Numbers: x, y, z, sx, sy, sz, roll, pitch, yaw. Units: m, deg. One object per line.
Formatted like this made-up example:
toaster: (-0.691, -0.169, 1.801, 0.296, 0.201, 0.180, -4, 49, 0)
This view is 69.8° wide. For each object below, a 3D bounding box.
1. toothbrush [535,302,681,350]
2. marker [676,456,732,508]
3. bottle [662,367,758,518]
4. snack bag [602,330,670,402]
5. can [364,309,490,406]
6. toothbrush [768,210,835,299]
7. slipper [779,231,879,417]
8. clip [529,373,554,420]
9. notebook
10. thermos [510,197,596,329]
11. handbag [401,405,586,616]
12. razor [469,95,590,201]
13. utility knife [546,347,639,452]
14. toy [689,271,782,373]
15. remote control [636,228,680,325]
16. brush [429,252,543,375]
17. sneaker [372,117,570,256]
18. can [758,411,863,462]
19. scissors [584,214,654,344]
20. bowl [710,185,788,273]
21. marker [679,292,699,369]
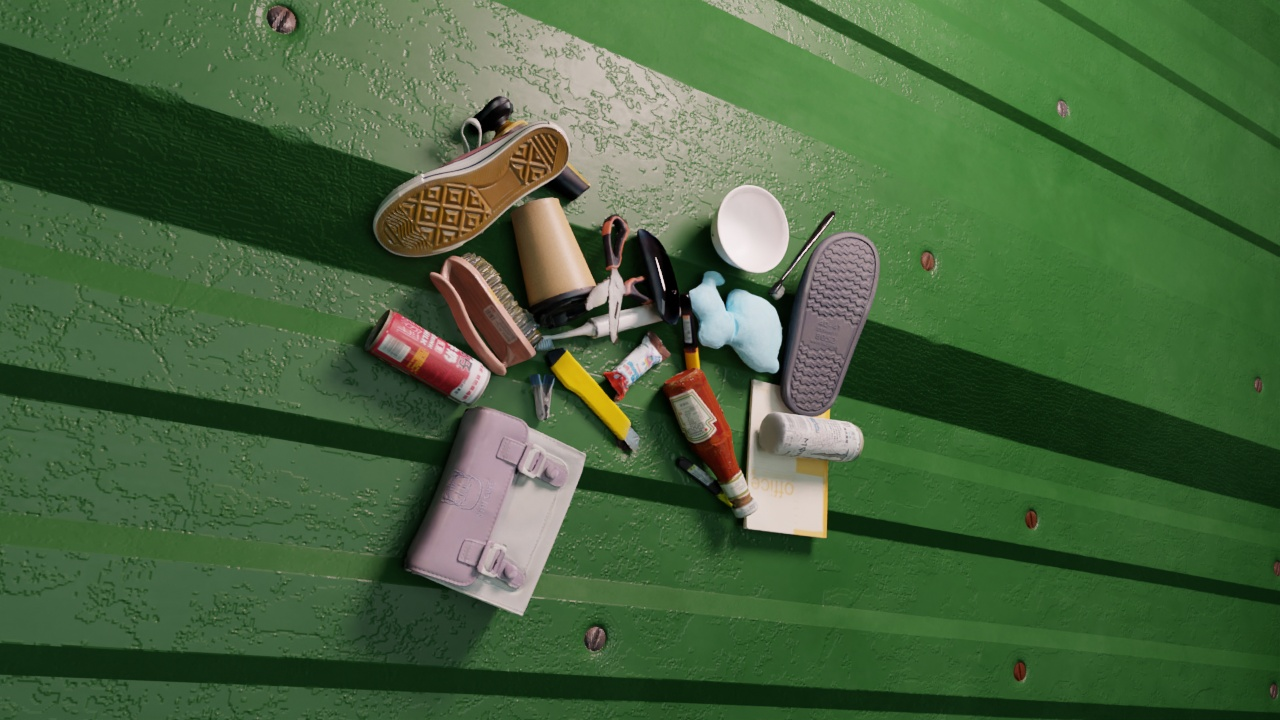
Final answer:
toothbrush: (-0.037, -0.047, 1.160, 0.220, 0.027, 0.026, -16, 80, -30)
marker: (0.095, 0.166, 1.226, 0.124, 0.015, 0.018, 39, 67, -21)
bottle: (0.097, 0.110, 1.201, 0.059, 0.060, 0.206, -31, 99, -28)
snack bag: (-0.007, 0.007, 1.174, 0.105, 0.026, 0.045, -43, 104, -28)
can: (-0.236, -0.001, 1.025, 0.132, 0.053, 0.053, 33, 71, -24)
toothbrush: (0.239, -0.156, 1.336, 0.018, 0.016, 0.180, 48, 66, -25)
slipper: (0.252, -0.054, 1.304, 0.110, 0.083, 0.268, 16, 90, -17)
clip: (-0.117, 0.044, 1.108, 0.044, 0.027, 0.058, 2, 85, -38)
notebook: (0.208, 0.139, 1.287, 0.145, 0.010, 0.206, 13, 74, -29)
thermos: (-0.106, -0.116, 1.096, 0.092, 0.093, 0.143, -16, 85, -30)
handbag: (-0.164, 0.168, 1.034, 0.145, 0.099, 0.196, 27, 73, -20)
razor: (-0.128, -0.254, 1.116, 0.167, 0.062, 0.067, 37, 38, -28)
utility knife: (-0.057, 0.050, 1.147, 0.033, 0.015, 0.177, -47, 110, -18)
toy: (0.136, -0.051, 1.247, 0.156, 0.050, 0.161, -20, 92, -34)
remote control: (0.027, -0.111, 1.178, 0.053, 0.024, 0.136, 13, 57, -58)
brush: (-0.180, -0.056, 1.057, 0.072, 0.063, 0.145, -44, 107, -36)
sneaker: (-0.193, -0.201, 1.047, 0.241, 0.088, 0.118, -31, 118, -3)
can: (0.236, 0.107, 1.268, 0.146, 0.058, 0.058, 9, 81, -30)
scissors: (-0.024, -0.100, 1.120, 0.224, 0.015, 0.189, 10, 60, -60)
bowl: (0.135, -0.173, 1.248, 0.118, 0.065, 0.118, 3, 85, -31)
marker: (0.065, -0.029, 1.206, 0.015, 0.018, 0.124, -38, 125, -55)
